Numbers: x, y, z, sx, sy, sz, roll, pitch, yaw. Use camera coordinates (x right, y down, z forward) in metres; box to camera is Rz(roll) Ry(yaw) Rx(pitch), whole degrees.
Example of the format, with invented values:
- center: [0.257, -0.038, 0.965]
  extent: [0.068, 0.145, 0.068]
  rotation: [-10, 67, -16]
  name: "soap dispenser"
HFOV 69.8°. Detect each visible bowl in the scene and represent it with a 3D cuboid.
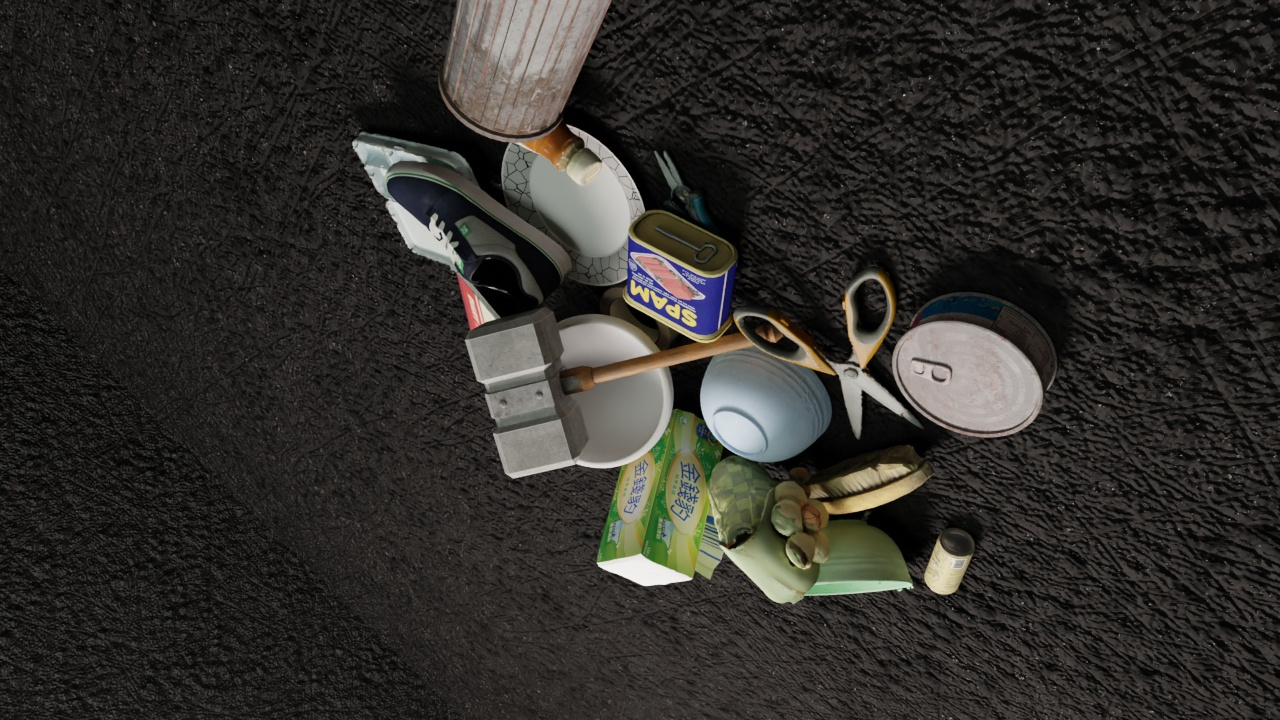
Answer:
- center: [-0.044, 0.030, 1.049]
  extent: [0.177, 0.066, 0.177]
  rotation: [3, 104, 13]
  name: "bowl"
- center: [0.230, 0.226, 1.051]
  extent: [0.151, 0.077, 0.151]
  rotation: [-2, 161, -1]
  name: "bowl"
- center: [0.124, 0.057, 0.997]
  extent: [0.151, 0.074, 0.151]
  rotation: [25, 141, 22]
  name: "bowl"

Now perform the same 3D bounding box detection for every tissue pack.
- center: [0.050, 0.178, 1.108]
  extent: [0.141, 0.197, 0.120]
  rotation: [29, 156, -24]
  name: "tissue pack"

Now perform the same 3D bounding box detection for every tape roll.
- center: [0.001, -0.052, 1.034]
  extent: [0.094, 0.030, 0.094]
  rotation: [25, 142, 22]
  name: "tape roll"

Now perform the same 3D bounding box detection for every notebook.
- center: [-0.185, -0.007, 1.212]
  extent: [0.153, 0.012, 0.209]
  rotation: [47, 158, 23]
  name: "notebook"

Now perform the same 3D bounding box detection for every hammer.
- center: [-0.006, 0.006, 0.965]
  extent: [0.318, 0.082, 0.163]
  rotation: [-14, 99, 9]
  name: "hammer"

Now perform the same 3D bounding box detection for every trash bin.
- center: [-0.093, -0.300, 0.774]
  extent: [0.131, 0.130, 0.212]
  rotation: [40, 147, 1]
  name: "trash bin"

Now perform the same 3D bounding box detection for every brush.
- center: [0.236, 0.129, 0.980]
  extent: [0.043, 0.059, 0.196]
  rotation: [55, 151, -1]
  name: "brush"

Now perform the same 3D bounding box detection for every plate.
- center: [-0.068, -0.166, 0.979]
  extent: [0.189, 0.016, 0.189]
  rotation: [22, 135, 24]
  name: "plate"

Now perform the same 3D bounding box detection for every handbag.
- center: [0.143, 0.166, 1.004]
  extent: [0.117, 0.186, 0.113]
  rotation: [-38, 114, 17]
  name: "handbag"

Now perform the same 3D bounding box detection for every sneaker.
- center: [-0.195, -0.137, 1.011]
  extent: [0.235, 0.078, 0.084]
  rotation: [32, 149, 6]
  name: "sneaker"

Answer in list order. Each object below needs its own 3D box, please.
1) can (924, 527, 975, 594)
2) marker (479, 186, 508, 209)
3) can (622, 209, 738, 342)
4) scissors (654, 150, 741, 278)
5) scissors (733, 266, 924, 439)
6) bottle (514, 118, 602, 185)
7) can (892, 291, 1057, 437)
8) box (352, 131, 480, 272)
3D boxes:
- center: [0.337, 0.221, 1.003]
  extent: [0.038, 0.038, 0.080]
  rotation: [24, 141, 23]
  name: "can"
- center: [-0.149, -0.168, 1.064]
  extent: [0.124, 0.017, 0.021]
  rotation: [34, 176, 12]
  name: "marker"
- center: [0.039, -0.085, 0.908]
  extent: [0.116, 0.056, 0.092]
  rotation: [30, 145, 21]
  name: "can"
- center: [0.051, -0.135, 0.908]
  extent: [0.126, 0.019, 0.144]
  rotation: [30, 142, 16]
  name: "scissors"
- center: [0.203, -0.008, 0.889]
  extent: [0.225, 0.016, 0.217]
  rotation: [34, 137, -6]
  name: "scissors"
- center: [-0.106, -0.234, 0.898]
  extent: [0.167, 0.059, 0.059]
  rotation: [43, 146, 12]
  name: "bottle"
- center: [0.292, 0.005, 0.808]
  extent: [0.130, 0.044, 0.130]
  rotation: [25, 142, 22]
  name: "can"
- center: [-0.250, -0.185, 1.118]
  extent: [0.209, 0.037, 0.189]
  rotation: [19, 147, 38]
  name: "box"
